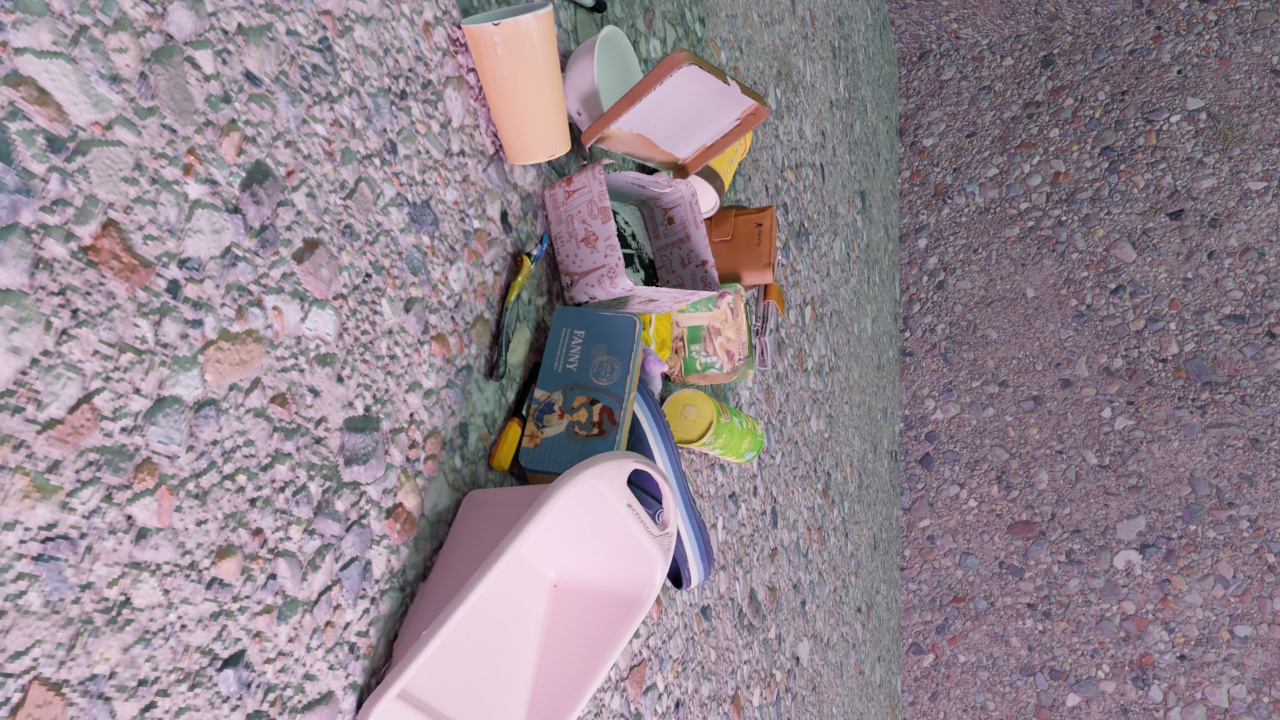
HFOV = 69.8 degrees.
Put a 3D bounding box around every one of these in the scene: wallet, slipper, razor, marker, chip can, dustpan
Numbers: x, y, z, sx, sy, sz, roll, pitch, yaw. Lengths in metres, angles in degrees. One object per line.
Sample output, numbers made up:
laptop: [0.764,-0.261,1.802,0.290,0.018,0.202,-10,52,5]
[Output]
wallet: [0.102,-0.138,1.128,0.031,0.132,0.107,54,39,-57]
slipper: [-0.008,0.120,0.925,0.095,0.105,0.253,-26,99,-20]
razor: [-0.111,-0.046,0.798,0.043,0.022,0.142,134,-28,-60]
wallet: [0.169,-0.067,1.196,0.107,0.037,0.129,76,21,-67]
marker: [-0.106,0.046,0.802,0.123,0.015,0.018,-73,153,-44]
chip can: [0.099,0.089,1.187,0.221,0.073,0.072,26,63,-63]
dustpan: [-0.067,0.204,0.712,0.222,0.139,0.272,58,36,-48]
marker: [-0.068,-0.383,0.950,0.130,0.018,0.022,-14,91,-66]

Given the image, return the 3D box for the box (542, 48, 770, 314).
box: [0.033,-0.148,0.891,0.180,0.227,0.156,2,57,-57]

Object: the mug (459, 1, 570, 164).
mug: [-0.101,-0.237,0.789,0.078,0.078,0.123,-59,143,-53]

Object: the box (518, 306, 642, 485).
box: [-0.048,0.032,0.829,0.059,0.090,0.184,82,14,-61]

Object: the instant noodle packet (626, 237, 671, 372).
instant noodle packet: [0.001,-0.064,1.023,0.110,0.044,0.128,40,48,-56]

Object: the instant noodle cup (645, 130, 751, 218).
instant noodle cup: [0.066,-0.244,1.120,0.118,0.119,0.114,54,47,-50]

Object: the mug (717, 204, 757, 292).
mug: [0.109,-0.140,1.238,0.124,0.084,0.104,-47,131,-49]

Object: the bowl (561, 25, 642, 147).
bowl: [-0.046,-0.269,0.922,0.118,0.065,0.118,-4,90,-65]

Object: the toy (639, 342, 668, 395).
toy: [-0.006,0.006,0.964,0.039,0.084,0.108,-49,164,-14]

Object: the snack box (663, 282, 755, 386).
snack box: [0.092,-0.032,1.140,0.105,0.118,0.118,-8,92,-70]
